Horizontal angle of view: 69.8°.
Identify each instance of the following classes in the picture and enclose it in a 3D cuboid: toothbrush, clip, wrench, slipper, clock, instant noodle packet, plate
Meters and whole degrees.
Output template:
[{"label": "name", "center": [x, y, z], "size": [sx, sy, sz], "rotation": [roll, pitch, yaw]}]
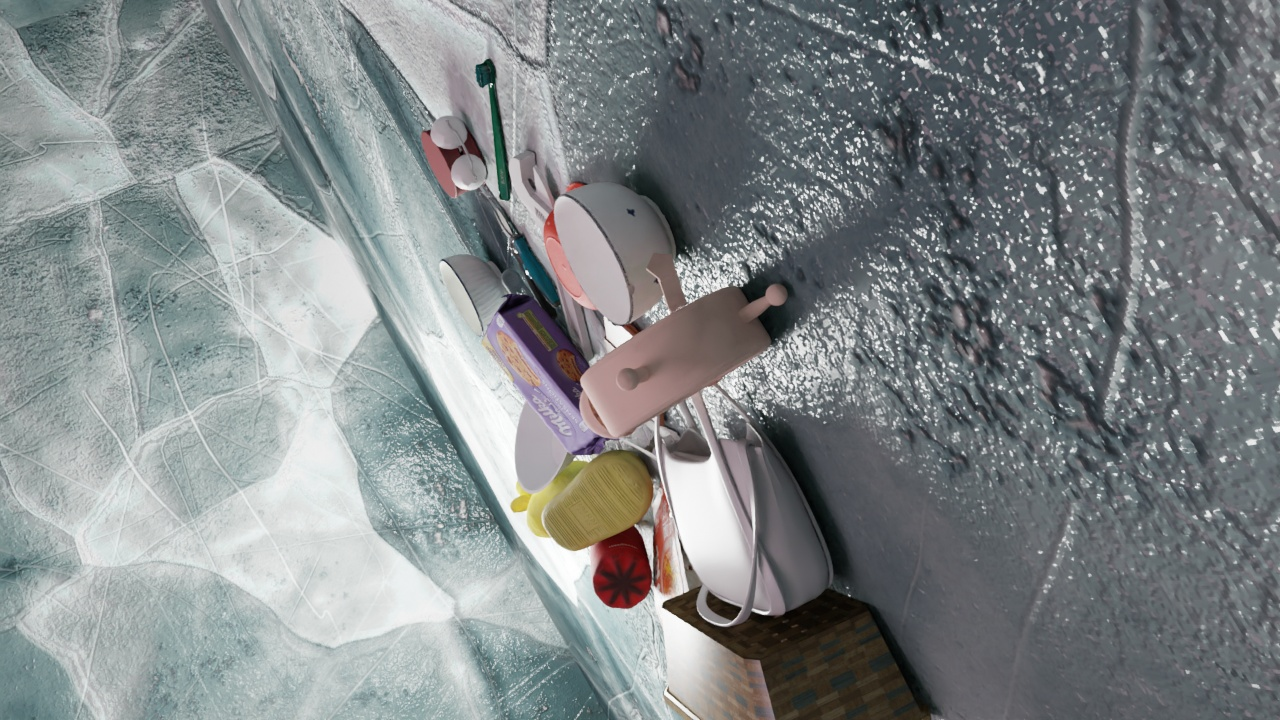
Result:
[{"label": "toothbrush", "center": [-0.152, -0.232, 0.949], "size": [0.016, 0.017, 0.190], "rotation": [52, 160, 25]}, {"label": "clip", "center": [0.017, 0.088, 0.976], "size": [0.102, 0.054, 0.057], "rotation": [20, 102, 64]}, {"label": "wrench", "center": [-0.090, -0.102, 0.983], "size": [0.086, 0.018, 0.274], "rotation": [46, 158, 38]}, {"label": "slipper", "center": [-0.045, 0.169, 1.130], "size": [0.091, 0.081, 0.191], "rotation": [51, 128, 3]}, {"label": "clock", "center": [0.019, -0.007, 0.650], "size": [0.086, 0.131, 0.161], "rotation": [57, 163, 11]}, {"label": "clock", "center": [-0.214, -0.236, 1.065], "size": [0.087, 0.044, 0.125], "rotation": [64, 162, -11]}, {"label": "clip", "center": [-0.124, -0.032, 1.159], "size": [0.163, 0.027, 0.106], "rotation": [52, 159, 24]}, {"label": "instant noodle packet", "center": [0.054, 0.246, 1.043], "size": [0.165, 0.084, 0.220], "rotation": [97, 158, -65]}, {"label": "plate", "center": [-0.111, 0.091, 1.205], "size": [0.174, 0.036, 0.173], "rotation": [-35, 48, 49]}]

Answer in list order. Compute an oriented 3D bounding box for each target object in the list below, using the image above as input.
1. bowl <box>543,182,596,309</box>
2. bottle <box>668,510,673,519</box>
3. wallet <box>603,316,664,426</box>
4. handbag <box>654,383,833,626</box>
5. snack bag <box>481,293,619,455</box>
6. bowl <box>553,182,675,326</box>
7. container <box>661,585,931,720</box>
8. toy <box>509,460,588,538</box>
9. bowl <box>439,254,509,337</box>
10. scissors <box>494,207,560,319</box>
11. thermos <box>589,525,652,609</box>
[{"label": "bowl", "center": [-0.052, -0.095, 0.844], "size": [0.130, 0.045, 0.131], "rotation": [51, 159, 27]}, {"label": "bottle", "center": [0.074, 0.192, 0.947], "size": [0.111, 0.043, 0.043], "rotation": [57, 162, 7]}, {"label": "wallet", "center": [-0.005, 0.005, 0.923], "size": [0.087, 0.013, 0.121], "rotation": [43, 155, 32]}, {"label": "handbag", "center": [0.058, 0.102, 0.784], "size": [0.222, 0.095, 0.216], "rotation": [67, 159, -3]}, {"label": "snack bag", "center": [-0.099, 0.019, 1.064], "size": [0.205, 0.058, 0.097], "rotation": [51, 147, 3]}, {"label": "bowl", "center": [-0.014, -0.090, 0.721], "size": [0.113, 0.063, 0.114], "rotation": [52, 160, 26]}, {"label": "container", "center": [0.125, 0.302, 0.804], "size": [0.250, 0.157, 0.186], "rotation": [-5, 102, 70]}, {"label": "toy", "center": [-0.111, 0.181, 1.270], "size": [0.092, 0.133, 0.208], "rotation": [59, 160, -15]}, {"label": "bowl", "center": [-0.220, -0.098, 1.259], "size": [0.118, 0.062, 0.118], "rotation": [50, 159, 27]}, {"label": "scissors", "center": [-0.131, -0.113, 1.072], "size": [0.150, 0.019, 0.131], "rotation": [37, 149, 53]}, {"label": "thermos", "center": [-0.030, 0.245, 1.195], "size": [0.073, 0.073, 0.240], "rotation": [64, 180, -9]}]
